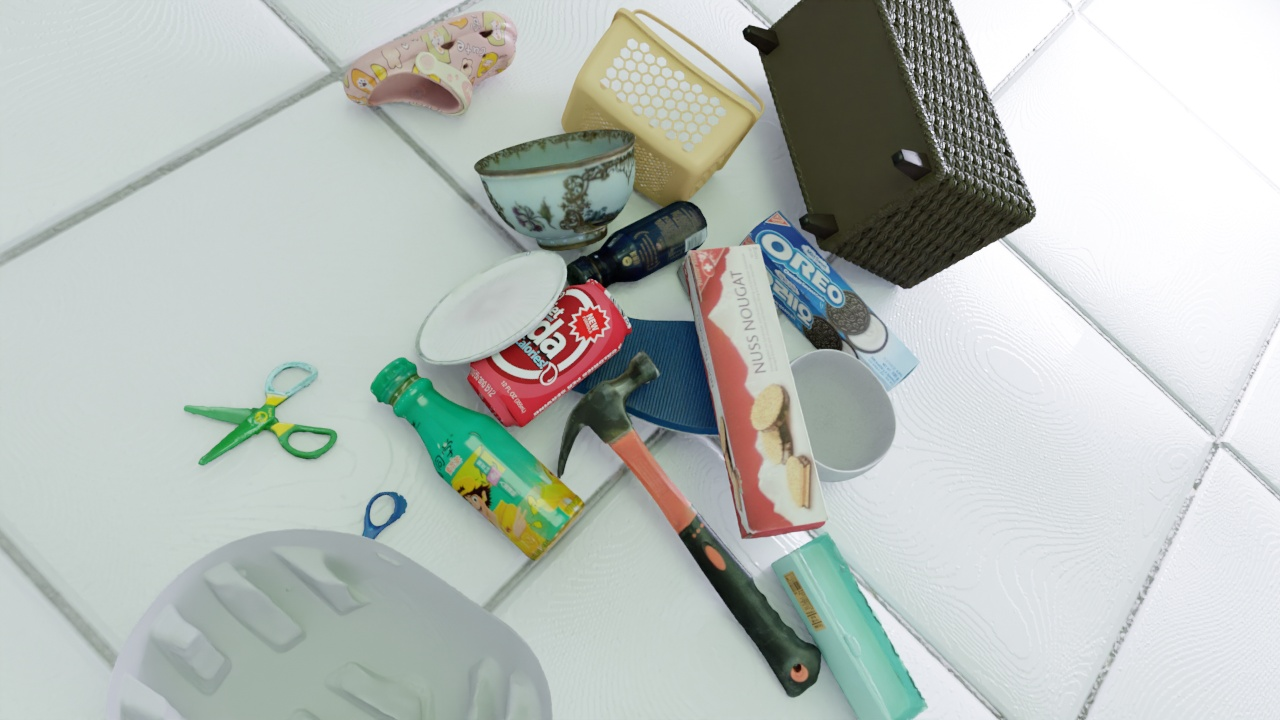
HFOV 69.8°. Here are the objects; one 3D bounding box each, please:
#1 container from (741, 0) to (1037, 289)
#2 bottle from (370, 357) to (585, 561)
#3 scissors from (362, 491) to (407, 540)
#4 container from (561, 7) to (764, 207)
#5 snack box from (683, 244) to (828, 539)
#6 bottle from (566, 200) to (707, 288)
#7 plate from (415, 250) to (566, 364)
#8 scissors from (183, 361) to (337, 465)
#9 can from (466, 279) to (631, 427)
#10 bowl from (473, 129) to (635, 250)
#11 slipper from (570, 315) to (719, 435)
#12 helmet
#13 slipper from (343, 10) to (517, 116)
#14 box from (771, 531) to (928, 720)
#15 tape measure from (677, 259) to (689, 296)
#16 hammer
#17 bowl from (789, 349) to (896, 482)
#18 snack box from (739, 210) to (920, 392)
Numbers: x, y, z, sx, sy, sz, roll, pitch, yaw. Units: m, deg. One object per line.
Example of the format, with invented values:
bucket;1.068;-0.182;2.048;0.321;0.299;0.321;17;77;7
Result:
container;0.255;-0.269;1.008;0.204;0.177;0.320;7;62;-40
bottle;-0.145;0.081;0.800;0.209;0.068;0.067;42;60;3
scissors;-0.233;0.162;0.765;0.127;0.014;0.128;12;66;-9
container;0.028;-0.280;0.994;0.183;0.129;0.166;36;67;-2
snack box;0.101;0.023;0.838;0.076;0.044;0.272;-7;70;-10
bottle;-0.003;-0.113;0.947;0.160;0.056;0.056;-30;79;-27
plate;-0.135;-0.047;0.835;0.156;0.157;0.014;-53;129;-30
scissors;-0.323;0.043;0.787;0.127;0.012;0.121;12;62;-16
can;-0.082;-0.006;0.824;0.142;0.074;0.074;-39;83;-12
bowl;-0.076;-0.165;0.913;0.159;0.160;0.094;-23;117;-27
slipper;-0.005;0.005;0.894;0.295;0.060;0.118;16;66;3
helmet;-0.211;0.246;0.626;0.282;0.184;0.223;35;44;-17
slipper;-0.204;-0.295;0.947;0.196;0.093;0.081;-28;88;-27
box;0.197;0.249;0.835;0.078;0.110;0.187;-27;74;-10
tape measure;0.074;-0.087;0.983;0.062;0.020;0.060;-9;64;-24
hammer;0.052;0.161;0.832;0.133;0.033;0.333;-38;89;2
bowl;0.184;0.061;0.927;0.131;0.065;0.131;8;64;-16
snack box;0.199;-0.057;0.993;0.059;0.060;0.226;-38;83;-26
